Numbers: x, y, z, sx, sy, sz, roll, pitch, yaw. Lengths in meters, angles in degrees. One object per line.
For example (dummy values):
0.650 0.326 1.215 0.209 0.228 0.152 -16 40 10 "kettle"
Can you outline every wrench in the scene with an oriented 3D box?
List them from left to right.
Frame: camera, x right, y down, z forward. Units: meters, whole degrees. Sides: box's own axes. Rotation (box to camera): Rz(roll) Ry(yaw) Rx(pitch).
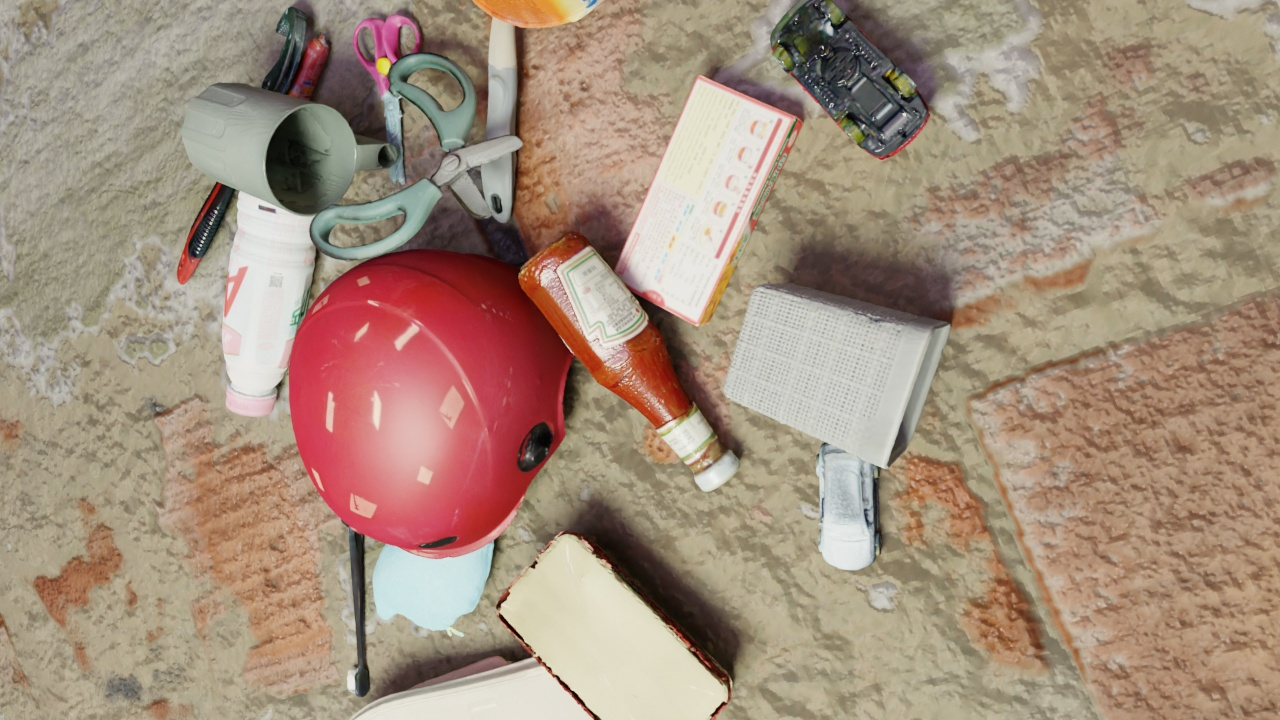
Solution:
-0.351 -0.179 0.798 0.274 0.016 0.056 -56 45 19 "wrench"

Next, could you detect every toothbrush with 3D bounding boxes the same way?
-0.250 0.209 0.807 0.018 0.015 0.181 6 99 31 "toothbrush"

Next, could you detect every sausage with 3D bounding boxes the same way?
-0.299 -0.205 0.779 0.020 0.020 0.156 34 107 16 "sausage"

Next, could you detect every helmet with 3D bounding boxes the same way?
-0.169 0.028 0.667 0.207 0.144 0.240 10 86 21 "helmet"

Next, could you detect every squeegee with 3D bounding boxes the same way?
-0.099 -0.227 0.684 0.247 0.039 0.247 11 100 22 "squeegee"

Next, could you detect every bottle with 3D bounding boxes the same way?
-0.319 -0.049 0.782 0.068 0.068 0.197 22 106 19 "bottle"
-0.004 0.004 0.650 0.060 0.059 0.206 -37 93 22 "bottle"

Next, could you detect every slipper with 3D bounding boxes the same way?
-0.129 0.300 0.743 0.275 0.054 0.114 -24 90 12 "slipper"

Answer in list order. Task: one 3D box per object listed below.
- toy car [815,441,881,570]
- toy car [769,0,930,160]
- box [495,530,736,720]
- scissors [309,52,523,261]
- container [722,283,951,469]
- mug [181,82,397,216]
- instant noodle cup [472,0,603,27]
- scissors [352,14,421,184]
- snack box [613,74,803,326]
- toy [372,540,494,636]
0.140 0.098 0.622 0.043 0.034 0.090 0 97 19 "toy car"
0.133 -0.180 0.588 0.053 0.045 0.120 -41 74 19 "toy car"
-0.017 0.205 0.660 0.168 0.079 0.091 42 83 13 "box"
-0.174 -0.151 0.673 0.174 0.019 0.169 -25 64 6 "scissors"
0.124 0.002 0.589 0.114 0.090 0.090 21 103 22 "container"
-0.271 -0.167 0.714 0.103 0.123 0.084 21 113 27 "mug"
-0.083 -0.306 0.593 0.151 0.111 0.151 1 93 17 "instant noodle cup"
-0.198 -0.209 0.741 0.063 0.017 0.135 -3 99 15 "scissors"
0.044 -0.110 0.642 0.077 0.027 0.156 30 106 18 "snack box"
-0.164 0.145 0.746 0.162 0.049 0.156 -31 74 18 "toy"
